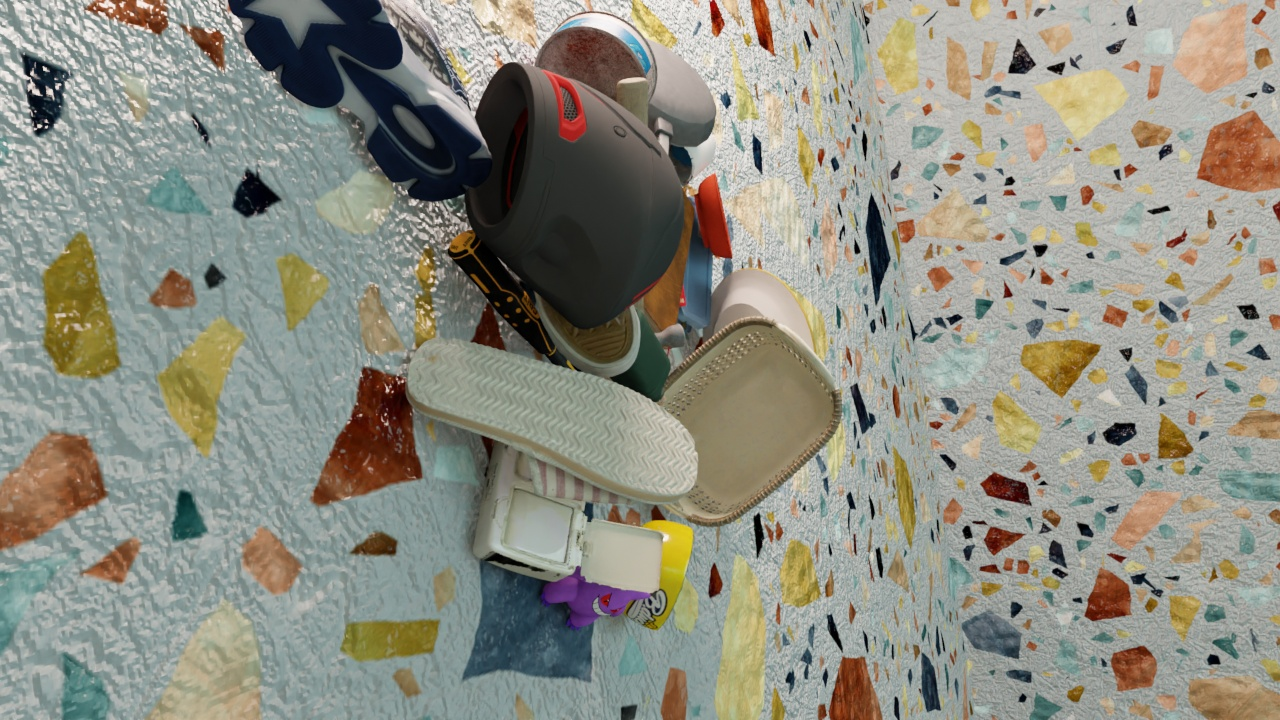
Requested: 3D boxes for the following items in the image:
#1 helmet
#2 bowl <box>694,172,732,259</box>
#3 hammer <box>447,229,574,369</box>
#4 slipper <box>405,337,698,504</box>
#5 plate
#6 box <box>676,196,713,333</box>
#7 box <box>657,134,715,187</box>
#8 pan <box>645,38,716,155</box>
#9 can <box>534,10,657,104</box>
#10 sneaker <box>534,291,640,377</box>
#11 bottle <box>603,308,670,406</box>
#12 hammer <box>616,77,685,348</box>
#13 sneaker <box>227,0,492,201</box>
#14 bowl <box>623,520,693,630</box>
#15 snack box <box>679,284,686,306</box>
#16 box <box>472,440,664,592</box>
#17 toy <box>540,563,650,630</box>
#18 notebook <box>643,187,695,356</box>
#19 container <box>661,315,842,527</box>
[{"bbox_3d":[-0.048,-0.143,0.815,0.169,0.165,0.264,13,46,-31],"label":"helmet"},{"bbox_3d":[0.100,-0.198,1.279,0.122,0.035,0.122,-10,89,-82],"label":"bowl"},{"bbox_3d":[-0.094,-0.011,0.934,0.321,0.036,0.123,54,31,-43],"label":"hammer"},{"bbox_3d":[-0.077,0.060,0.793,0.263,0.052,0.114,22,47,-11],"label":"slipper"},{"bbox_3d":[0.149,-0.008,1.233,0.021,0.230,0.230,-11,92,-33],"label":"plate"},{"bbox_3d":[0.065,-0.137,1.307,0.066,0.049,0.209,27,54,-36],"label":"box"},{"bbox_3d":[0.039,-0.286,1.240,0.162,0.085,0.112,-54,137,-53],"label":"box"},{"bbox_3d":[0.028,-0.282,1.105,0.178,0.041,0.356,21,44,-24],"label":"pan"},{"bbox_3d":[-0.049,-0.313,1.011,0.130,0.130,0.044,62,33,-33],"label":"can"},{"bbox_3d":[-0.067,-0.074,0.920,0.079,0.087,0.235,82,-13,-61],"label":"sneaker"},{"bbox_3d":[-0.006,0.006,1.010,0.131,0.061,0.061,58,45,-42],"label":"bottle"},{"bbox_3d":[-0.006,-0.133,0.965,0.030,0.119,0.332,-119,-158,-46],"label":"hammer"},{"bbox_3d":[-0.215,-0.257,0.733,0.269,0.103,0.132,49,26,-47],"label":"sneaker"},{"bbox_3d":[0.005,0.225,0.995,0.117,0.067,0.117,-161,-87,-86],"label":"bowl"},{"bbox_3d":[0.001,-0.133,1.157,0.151,0.036,0.132,-4,85,-63],"label":"snack box"},{"bbox_3d":[-0.054,0.125,0.843,0.096,0.185,0.145,119,-21,-58],"label":"box"},{"bbox_3d":[-0.041,0.223,0.907,0.106,0.088,0.055,55,30,-41],"label":"toy"},{"bbox_3d":[0.012,-0.152,1.124,0.178,0.014,0.248,52,38,-44],"label":"notebook"},{"bbox_3d":[0.119,0.075,1.102,0.184,0.246,0.142,51,10,15],"label":"container"}]
